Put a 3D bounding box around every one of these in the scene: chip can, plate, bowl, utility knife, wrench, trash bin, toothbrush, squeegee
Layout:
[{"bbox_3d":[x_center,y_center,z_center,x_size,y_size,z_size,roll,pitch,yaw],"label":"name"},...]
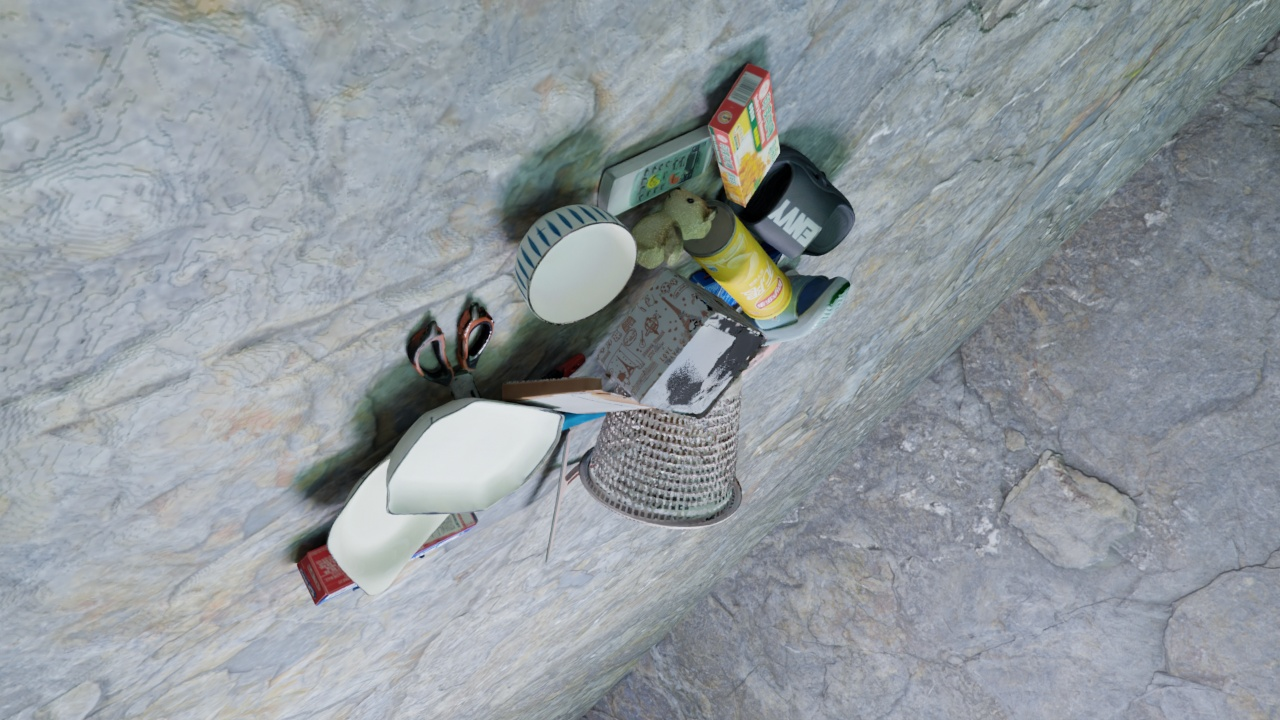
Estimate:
[{"bbox_3d":[0.119,-0.116,1.101,0.072,0.072,0.213,-44,150,7],"label":"chip can"},{"bbox_3d":[-0.185,0.101,1.020,0.162,0.034,0.265,-51,156,11],"label":"plate"},{"bbox_3d":[-0.277,0.164,1.014,0.164,0.034,0.164,-51,151,-27],"label":"plate"},{"bbox_3d":[-0.068,-0.098,0.855,0.116,0.066,0.117,-26,144,-20],"label":"bowl"},{"bbox_3d":[-0.098,0.079,1.228,0.215,0.018,0.034,-18,150,-48],"label":"utility knife"},{"bbox_3d":[-0.174,0.079,1.104,0.273,0.016,0.056,-40,162,-3],"label":"wrench"},{"bbox_3d":[0.043,0.082,1.216,0.226,0.228,0.192,-17,126,-46],"label":"trash bin"},{"bbox_3d":[0.055,0.191,1.710,0.189,0.029,0.020,-39,-161,-1],"label":"toothbrush"},{"bbox_3d":[-0.060,0.159,1.423,0.248,0.040,0.248,-27,138,-45],"label":"squeegee"}]

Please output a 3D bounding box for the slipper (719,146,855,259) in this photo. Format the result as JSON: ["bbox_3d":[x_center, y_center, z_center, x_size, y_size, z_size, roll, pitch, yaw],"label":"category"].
[{"bbox_3d":[0.203,-0.176,1.121,0.267,0.083,0.111,13,122,-52],"label":"slipper"}]

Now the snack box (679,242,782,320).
[{"bbox_3d":[0.119,-0.103,1.231,0.156,0.026,0.085,-27,155,-33],"label":"snack box"}]

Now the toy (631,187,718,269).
[{"bbox_3d":[0.003,-0.126,0.940,0.157,0.066,0.105,-27,-161,-12],"label":"toy"}]

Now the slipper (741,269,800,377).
[{"bbox_3d":[0.177,-0.029,1.427,0.113,0.054,0.275,-22,153,-47],"label":"slipper"}]

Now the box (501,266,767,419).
[{"bbox_3d":[-0.001,0.014,1.032,0.274,0.125,0.178,-29,160,21],"label":"box"}]

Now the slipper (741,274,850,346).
[{"bbox_3d":[0.186,-0.074,1.254,0.103,0.074,0.246,-42,-167,-33],"label":"slipper"}]

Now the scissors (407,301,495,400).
[{"bbox_3d":[-0.179,0.007,0.956,0.197,0.015,0.205,-50,157,20],"label":"scissors"}]

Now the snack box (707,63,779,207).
[{"bbox_3d":[0.109,-0.227,0.945,0.077,0.027,0.156,-58,161,-8],"label":"snack box"}]

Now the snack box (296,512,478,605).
[{"bbox_3d":[-0.297,0.219,1.094,0.206,0.058,0.057,-21,168,-41],"label":"snack box"}]

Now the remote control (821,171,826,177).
[{"bbox_3d":[0.212,-0.196,1.203,0.053,0.024,0.137,-24,146,-18],"label":"remote control"}]

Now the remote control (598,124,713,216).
[{"bbox_3d":[0.017,-0.186,0.906,0.134,0.019,0.056,-30,156,-27],"label":"remote control"}]
